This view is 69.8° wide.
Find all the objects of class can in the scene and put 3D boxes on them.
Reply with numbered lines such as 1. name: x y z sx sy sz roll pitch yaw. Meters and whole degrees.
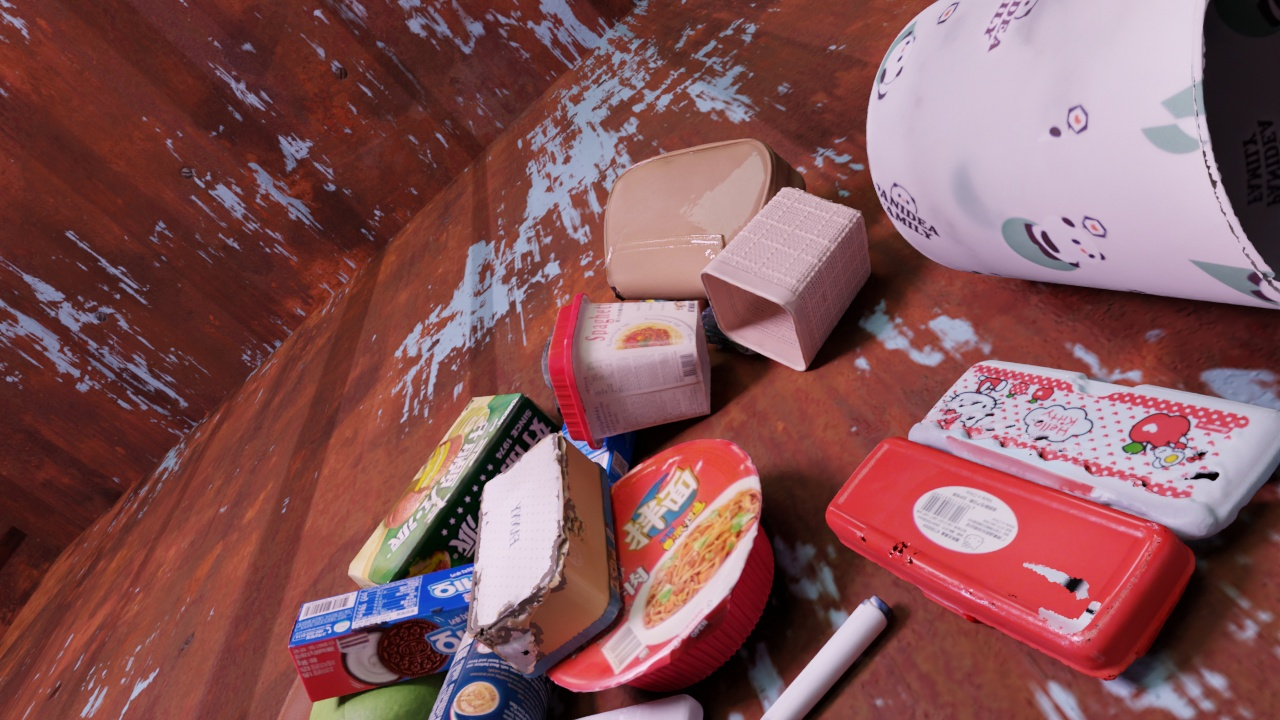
1. can: -0.101 0.236 0.626 0.075 0.075 0.111 -36 15 19

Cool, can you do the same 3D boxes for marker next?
1. marker: 0.090 0.181 0.504 0.130 0.018 0.022 -47 15 -4

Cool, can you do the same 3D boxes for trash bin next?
1. trash bin: 0.270 -0.137 0.491 0.229 0.229 0.252 -49 18 -9

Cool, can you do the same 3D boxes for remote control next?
1. remote control: -0.017 0.244 0.567 0.136 0.020 0.055 -29 27 36

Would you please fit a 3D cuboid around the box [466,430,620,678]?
1. box: -0.067 0.124 0.638 0.090 0.059 0.184 -38 23 16

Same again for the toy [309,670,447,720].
1. toy: -0.207 0.281 0.728 0.227 0.090 0.246 -29 18 -4

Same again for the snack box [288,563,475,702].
1. snack box: -0.154 0.198 0.700 0.207 0.058 0.057 -13 22 -4

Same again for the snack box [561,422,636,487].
1. snack box: -0.042 0.077 0.865 0.085 0.026 0.156 -30 28 29

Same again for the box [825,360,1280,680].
1. box: 0.204 0.064 0.483 0.157 0.038 0.201 -49 23 -10

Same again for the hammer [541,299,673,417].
1. hammer: 0.026 -0.074 0.968 0.324 0.032 0.126 -37 43 12

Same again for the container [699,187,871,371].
1. container: 0.123 -0.069 0.737 0.090 0.090 0.110 28 69 35

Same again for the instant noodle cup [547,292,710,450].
1. instant noodle cup: -0.005 0.005 0.800 0.124 0.117 0.116 -6 36 11

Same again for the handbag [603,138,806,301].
1. handbag: 0.057 -0.124 0.862 0.205 0.099 0.147 3 73 46

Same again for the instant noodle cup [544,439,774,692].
1. instant noodle cup: 0.019 0.147 0.612 0.194 0.066 0.193 -36 24 19

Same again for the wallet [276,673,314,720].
1. wallet: -0.302 0.322 0.891 0.101 0.032 0.124 -27 30 29

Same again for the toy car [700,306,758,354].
1. toy car: 0.088 -0.031 0.823 0.049 0.031 0.106 -46 26 -11

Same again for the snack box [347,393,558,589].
1. snack box: -0.193 0.144 0.955 0.115 0.063 0.239 -7 44 53
